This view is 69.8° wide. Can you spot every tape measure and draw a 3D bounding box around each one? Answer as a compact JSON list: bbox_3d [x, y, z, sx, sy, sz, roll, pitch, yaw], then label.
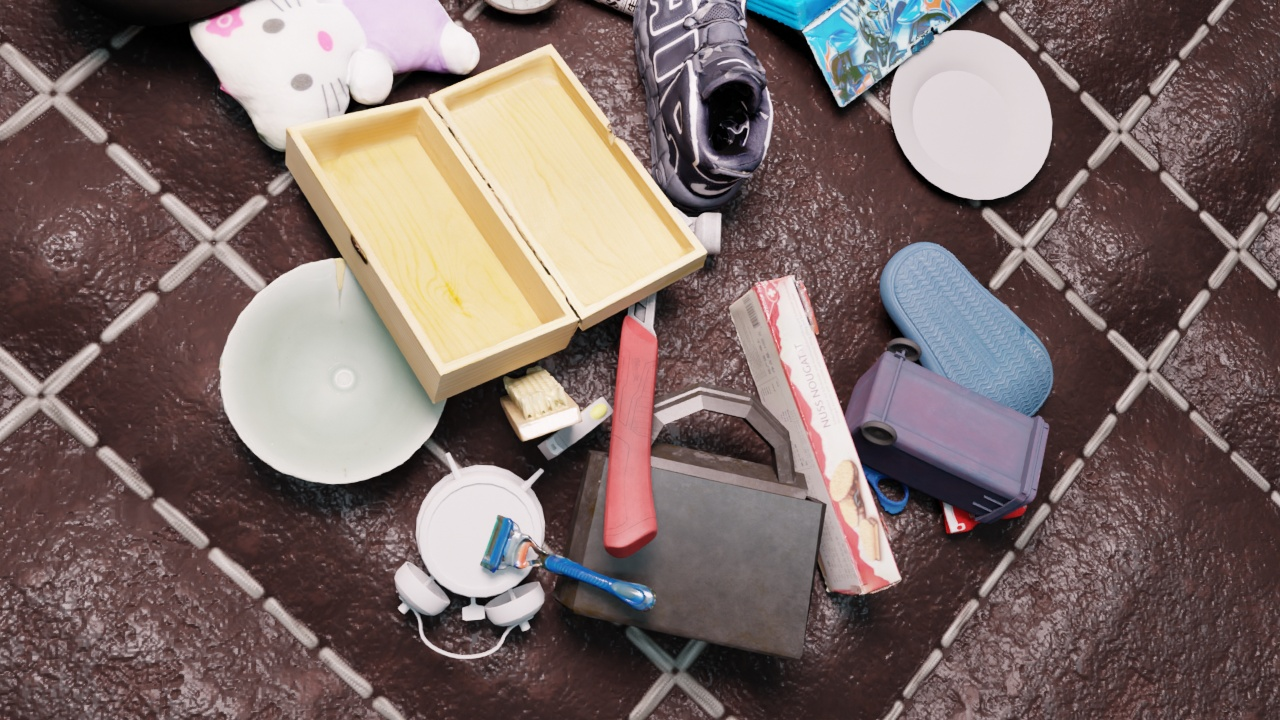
[{"bbox_3d":[-0.055,0.057,0.767,0.065,0.064,0.017,-38,90,-18],"label":"tape measure"}]

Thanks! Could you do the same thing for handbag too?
[{"bbox_3d":[0.047,0.119,0.757,0.197,0.102,0.199,13,88,-1],"label":"handbag"}]

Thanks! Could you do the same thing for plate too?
[{"bbox_3d":[0.322,-0.239,0.906,0.172,0.019,0.172,2,82,-11],"label":"plate"}]

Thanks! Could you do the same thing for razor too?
[{"bbox_3d":[-0.053,0.160,0.696,0.141,0.018,0.044,18,83,16],"label":"razor"}]

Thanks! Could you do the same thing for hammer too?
[{"bbox_3d":[-0.004,0.004,0.738,0.126,0.036,0.315,2,58,6],"label":"hammer"}]

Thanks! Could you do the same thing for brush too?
[{"bbox_3d":[-0.083,0.033,0.736,0.049,0.117,0.039,-18,105,-12],"label":"brush"}]

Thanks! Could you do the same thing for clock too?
[{"bbox_3d":[-0.133,0.159,0.743,0.120,0.061,0.159,11,85,-9],"label":"clock"}]

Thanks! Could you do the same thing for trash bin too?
[{"bbox_3d":[0.266,0.067,0.802,0.161,0.092,0.093,25,61,1],"label":"trash bin"}]

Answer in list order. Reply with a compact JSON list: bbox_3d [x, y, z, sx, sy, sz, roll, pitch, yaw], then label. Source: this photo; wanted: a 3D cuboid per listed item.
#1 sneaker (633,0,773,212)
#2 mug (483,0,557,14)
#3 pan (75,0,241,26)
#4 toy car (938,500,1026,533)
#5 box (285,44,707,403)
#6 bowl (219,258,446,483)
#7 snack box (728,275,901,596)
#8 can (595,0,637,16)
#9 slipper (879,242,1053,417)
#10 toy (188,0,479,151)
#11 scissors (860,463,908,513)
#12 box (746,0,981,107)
[{"bbox_3d":[0.061,-0.254,0.767,0.097,0.151,0.252,-4,98,-16],"label":"sneaker"},{"bbox_3d":[-0.117,-0.359,0.804,0.111,0.085,0.081,-16,60,26],"label":"mug"},{"bbox_3d":[-0.335,-0.398,0.756,0.249,0.043,0.355,10,61,18],"label":"pan"},{"bbox_3d":[0.317,0.133,0.849,0.089,0.025,0.038,-12,85,-13],"label":"toy car"},{"bbox_3d":[-0.115,-0.123,0.744,0.256,0.076,0.247,-29,73,-19],"label":"box"},{"bbox_3d":[-0.237,0.012,0.735,0.174,0.068,0.174,2,80,-10],"label":"bowl"},{"bbox_3d":[0.150,0.065,0.795,0.044,0.077,0.273,-16,83,-16],"label":"snack box"},{"bbox_3d":[-0.016,-0.344,0.841,0.106,0.044,0.044,20,79,-8],"label":"can"},{"bbox_3d":[0.295,-0.018,0.851,0.213,0.059,0.103,45,86,-14],"label":"slipper"},{"bbox_3d":[-0.251,-0.265,0.760,0.209,0.086,0.138,-29,107,-20],"label":"toy"},{"bbox_3d":[0.193,0.088,0.840,0.073,0.016,0.134,-25,82,-9],"label":"scissors"},{"bbox_3d":[0.230,-0.376,0.870,0.243,0.075,0.167,-39,83,-13],"label":"box"}]
